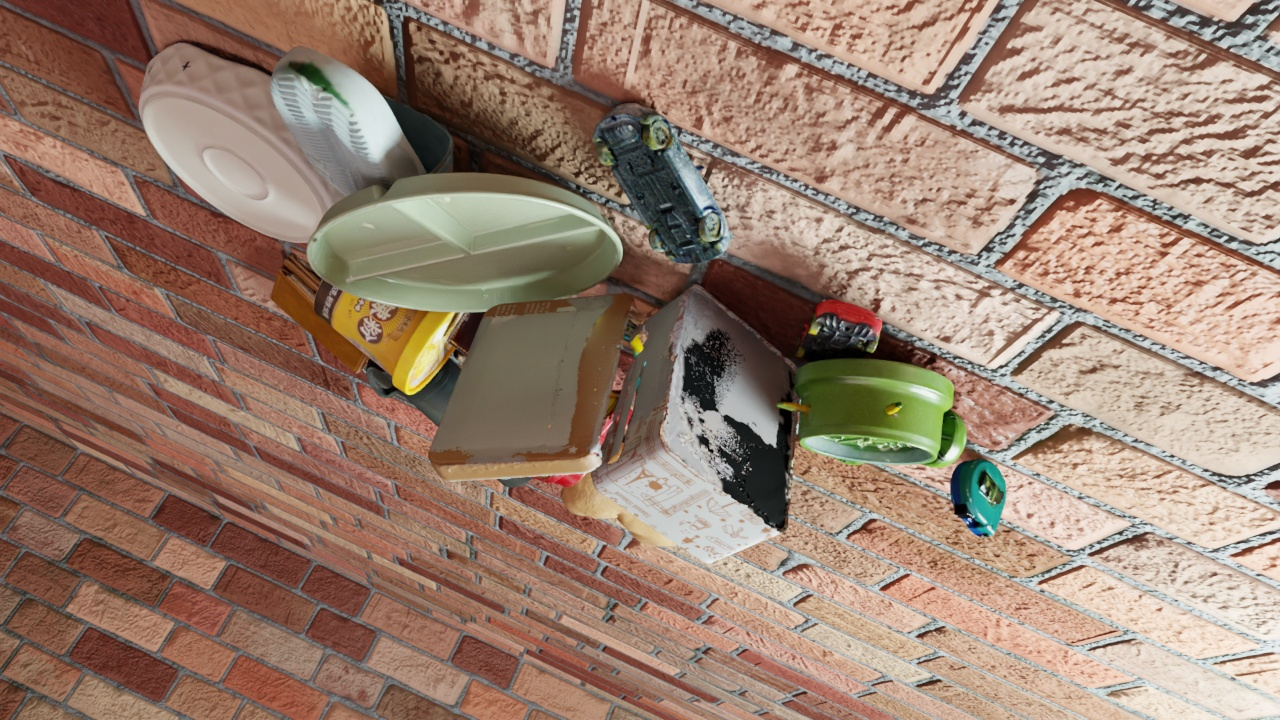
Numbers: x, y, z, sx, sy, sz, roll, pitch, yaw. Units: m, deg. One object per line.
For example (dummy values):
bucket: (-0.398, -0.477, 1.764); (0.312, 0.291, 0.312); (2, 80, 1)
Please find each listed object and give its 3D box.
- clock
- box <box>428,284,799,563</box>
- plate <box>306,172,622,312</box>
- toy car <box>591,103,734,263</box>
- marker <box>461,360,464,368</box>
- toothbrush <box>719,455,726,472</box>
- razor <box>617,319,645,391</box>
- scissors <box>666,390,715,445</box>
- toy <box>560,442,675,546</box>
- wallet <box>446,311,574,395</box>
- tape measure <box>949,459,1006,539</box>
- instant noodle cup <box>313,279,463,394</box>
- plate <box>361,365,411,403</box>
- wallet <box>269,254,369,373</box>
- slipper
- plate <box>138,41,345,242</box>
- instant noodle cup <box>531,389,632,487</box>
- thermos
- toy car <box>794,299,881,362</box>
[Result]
clock: (0.181, 0.046, 0.701); (0.116, 0.056, 0.161); (-1, 162, 36)
box: (-0.009, 0.032, 0.696); (0.271, 0.178, 0.133); (16, 135, -2)
plate: (-0.128, -0.083, 0.686); (0.230, 0.027, 0.230); (-3, 165, -1)
toy car: (0.016, -0.116, 0.605); (0.054, 0.036, 0.120); (-6, 130, 46)
marker: (-0.141, 0.007, 0.974); (0.124, 0.015, 0.018); (2, 146, 33)
toothbrush: (0.086, 0.078, 0.896); (0.026, 0.027, 0.213); (-23, 144, -5)
razor: (-0.005, 0.005, 0.837); (0.043, 0.028, 0.133); (26, 152, 32)
scissors: (0.057, 0.066, 0.873); (0.131, 0.017, 0.133); (57, 161, -23)
toy: (0.019, 0.160, 1.035); (0.226, 0.082, 0.144); (25, 144, -6)
wallet: (-0.101, -0.017, 0.810); (0.122, 0.020, 0.096); (38, 110, 4)
tape measure: (0.279, 0.109, 0.753); (0.054, 0.058, 0.025); (44, 148, -23)
instant noodle cup: (-0.225, -0.049, 0.845); (0.114, 0.118, 0.119); (35, 153, 0)
plate: (-0.280, 0.018, 1.098); (0.179, 0.024, 0.180); (20, 152, 11)
wallet: (-0.347, -0.049, 1.009); (0.130, 0.035, 0.119); (43, 145, -7)
slipper: (-0.187, -0.157, 0.655); (0.104, 0.074, 0.245); (28, 170, 4)
plate: (-0.335, -0.174, 0.787); (0.205, 0.045, 0.205); (21, 153, 11)
instant noodle cup: (-0.089, 0.043, 0.886); (0.123, 0.116, 0.116); (46, 165, -12)
thermos: (-0.211, 0.060, 1.048); (0.090, 0.068, 0.242); (-20, 135, 21)
toy car: (0.143, -0.017, 0.673); (0.049, 0.031, 0.106); (18, 164, 6)
